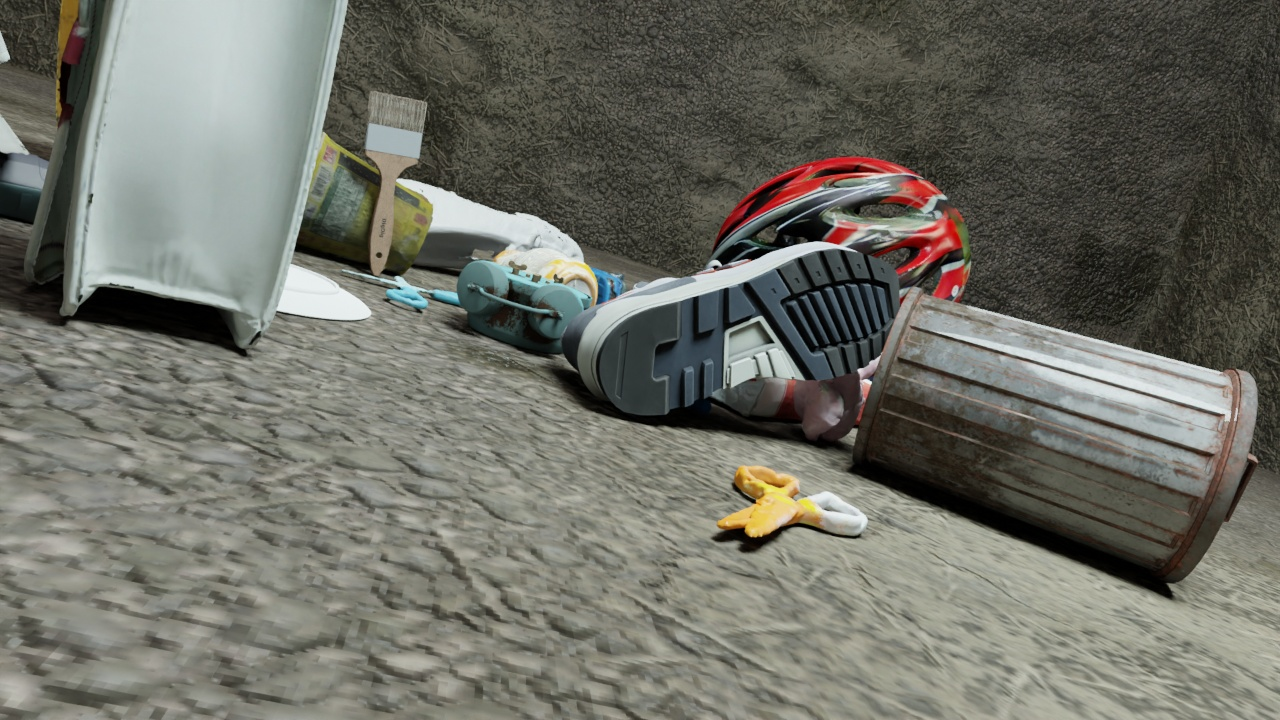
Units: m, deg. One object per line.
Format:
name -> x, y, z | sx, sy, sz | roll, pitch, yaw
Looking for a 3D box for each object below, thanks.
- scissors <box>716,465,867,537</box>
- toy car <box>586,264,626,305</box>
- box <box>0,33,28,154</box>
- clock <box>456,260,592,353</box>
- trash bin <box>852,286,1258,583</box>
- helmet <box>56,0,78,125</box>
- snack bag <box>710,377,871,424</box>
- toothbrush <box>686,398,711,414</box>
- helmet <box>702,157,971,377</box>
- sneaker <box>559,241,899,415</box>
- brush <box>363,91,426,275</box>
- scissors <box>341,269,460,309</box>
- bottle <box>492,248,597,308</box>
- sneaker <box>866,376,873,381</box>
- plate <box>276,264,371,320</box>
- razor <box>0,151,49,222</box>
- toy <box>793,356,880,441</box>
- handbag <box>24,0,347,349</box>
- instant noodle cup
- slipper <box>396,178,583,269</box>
scissors -> 0.065, 0.068, 0.402 | 0.070, 0.013, 0.130 | 20, 8, 17
toy car -> -0.057, -0.065, 0.894 | 0.043, 0.056, 0.120 | 4, 12, -35
box -> -0.462, -0.044, 0.536 | 0.171, 0.404, 0.169 | -10, 30, -39
clock -> -0.082, -0.039, 0.649 | 0.090, 0.053, 0.124 | 17, 8, 1
trash bin -> 0.253, 0.042, 0.565 | 0.211, 0.131, 0.130 | 19, 8, 20
helmet -> -0.381, -0.265, 0.795 | 0.205, 0.255, 0.131 | 21, 9, 22
snack bag -> 0.125, 0.022, 0.742 | 0.077, 0.041, 0.224 | 27, 11, 39
toothbrush -> -0.004, 0.004, 0.658 | 0.014, 0.014, 0.168 | 26, 4, -41
helmet -> 0.177, -0.079, 0.886 | 0.273, 0.217, 0.166 | -19, 7, 41
sneaker -> 0.049, -0.028, 0.603 | 0.239, 0.089, 0.124 | -13, 15, -31
brush -> -0.202, -0.139, 0.735 | 0.045, 0.143, 0.008 | 3, 14, -31
scissors -> -0.161, -0.049, 0.703 | 0.135, 0.015, 0.135 | 9, 8, -17
bottle -> -0.086, -0.065, 0.777 | 0.063, 0.063, 0.108 | 10, 12, -42
sneaker -> 0.261, 0.001, 1.030 | 0.233, 0.091, 0.118 | 12, 3, 23
plate -> -0.230, -0.051, 0.556 | 0.134, 0.011, 0.134 | 17, 8, -3
razor -> -0.350, -0.101, 0.533 | 0.142, 0.047, 0.052 | 8, 37, -37
toy -> 0.140, 0.022, 0.660 | 0.047, 0.064, 0.109 | 23, 22, 29
handbag -> -0.204, -0.119, 0.410 | 0.096, 0.198, 0.142 | 10, 11, -36
instant noodle cup -> -0.239, -0.125, 0.776 | 0.108, 0.102, 0.102 | 24, 5, -25
slipper -> -0.156, -0.113, 0.926 | 0.112, 0.074, 0.246 | -16, -20, 41
